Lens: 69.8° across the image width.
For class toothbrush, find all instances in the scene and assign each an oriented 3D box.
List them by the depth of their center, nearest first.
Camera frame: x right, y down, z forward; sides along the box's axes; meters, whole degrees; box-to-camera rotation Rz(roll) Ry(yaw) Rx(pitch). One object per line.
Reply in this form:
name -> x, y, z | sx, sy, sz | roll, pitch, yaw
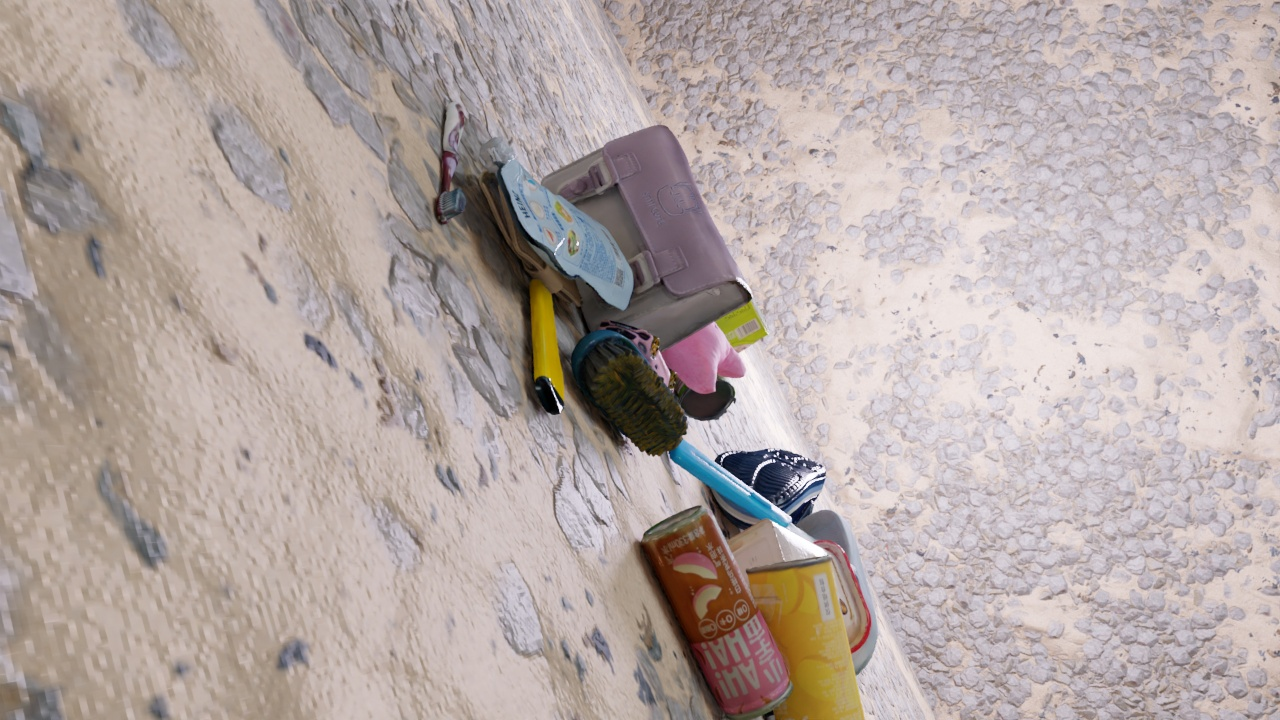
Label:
toothbrush -> -0.132, -0.147, 0.654 | 0.016, 0.017, 0.187 | 57, 14, -36

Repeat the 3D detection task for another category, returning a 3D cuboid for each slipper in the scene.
slipper -> 0.178, 0.236, 0.936 | 0.074, 0.104, 0.244 | 47, 28, -20
slipper -> 0.146, 0.160, 1.083 | 0.252, 0.105, 0.095 | -7, 113, -64

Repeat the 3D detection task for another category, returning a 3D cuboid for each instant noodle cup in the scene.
instant noodle cup -> 0.128, 0.213, 0.834 | 0.124, 0.116, 0.116 | 39, 25, -38
instant noodle cup -> 0.112, -0.047, 1.291 | 0.112, 0.123, 0.111 | 59, 12, -21

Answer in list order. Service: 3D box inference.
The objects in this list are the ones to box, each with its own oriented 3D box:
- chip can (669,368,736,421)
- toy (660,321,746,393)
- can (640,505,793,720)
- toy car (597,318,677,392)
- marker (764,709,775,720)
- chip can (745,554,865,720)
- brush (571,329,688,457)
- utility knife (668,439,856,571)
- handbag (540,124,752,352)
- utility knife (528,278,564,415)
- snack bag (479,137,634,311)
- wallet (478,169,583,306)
chip can -> 0.059, -0.030, 1.149 | 0.072, 0.072, 0.235 | 54, 15, -41
toy -> 0.036, -0.035, 1.013 | 0.178, 0.075, 0.194 | 12, 36, -48
can -> 0.055, 0.183, 0.670 | 0.147, 0.058, 0.058 | 64, 11, 2
toy car -> -0.005, 0.005, 0.802 | 0.037, 0.056, 0.122 | -66, 157, -19
marker -> 0.126, 0.331, 0.770 | 0.022, 0.018, 0.130 | 62, 6, -66
chip can -> 0.135, 0.261, 0.706 | 0.072, 0.072, 0.213 | 29, 50, -71
brush -> -0.013, 0.021, 0.742 | 0.073, 0.055, 0.144 | 44, -4, 41
utility knife -> 0.121, 0.146, 0.906 | 0.225, 0.018, 0.034 | 35, 24, -2
handbag -> 0.001, -0.114, 0.867 | 0.098, 0.145, 0.196 | 49, 18, -61
utility knife -> -0.069, -0.013, 0.651 | 0.156, 0.015, 0.033 | -102, 169, -54
snack bag -> -0.061, -0.101, 0.714 | 0.191, 0.039, 0.110 | 24, 44, -69
wallet -> -0.086, -0.093, 0.740 | 0.087, 0.024, 0.115 | 64, 9, 29
